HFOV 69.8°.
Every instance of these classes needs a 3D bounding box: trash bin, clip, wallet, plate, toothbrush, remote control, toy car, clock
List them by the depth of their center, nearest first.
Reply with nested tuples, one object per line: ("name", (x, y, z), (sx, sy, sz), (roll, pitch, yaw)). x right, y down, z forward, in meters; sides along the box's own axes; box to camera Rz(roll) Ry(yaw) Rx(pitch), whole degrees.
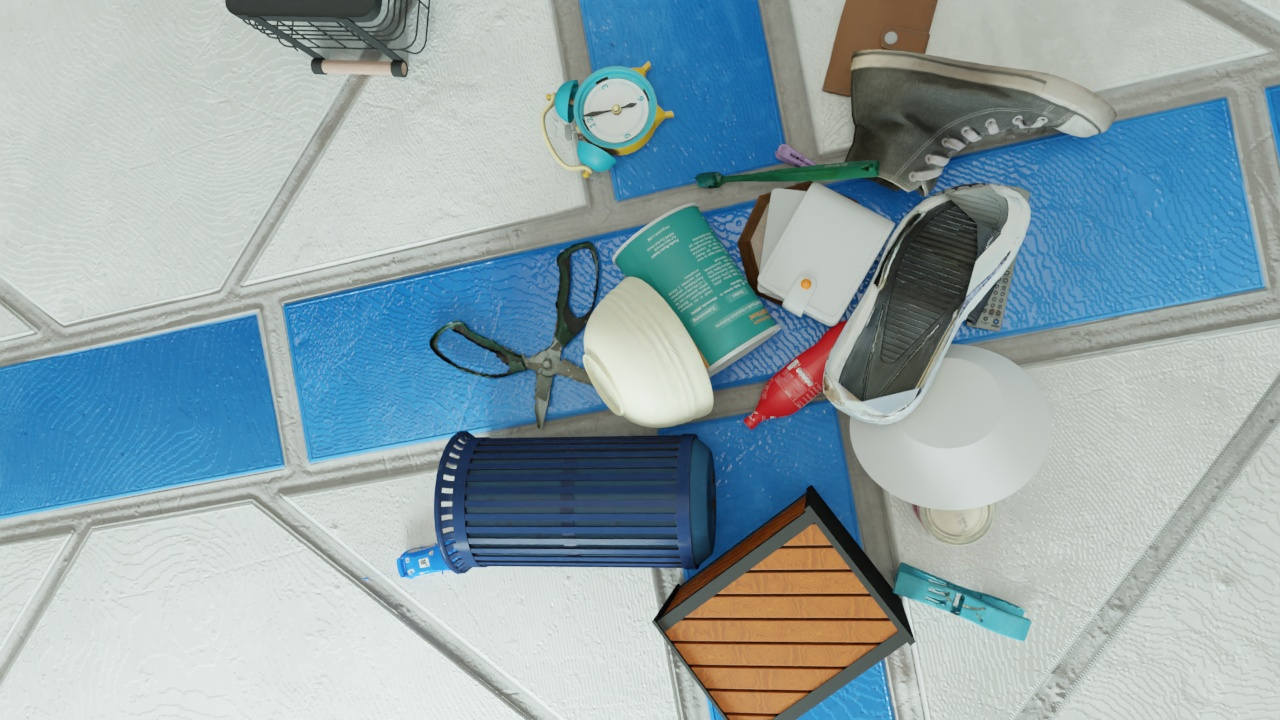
("plate", (0.275, 0.047, 0.823), (0.174, 0.036, 0.173), (-10, 54, 14))
("trash bin", (0.132, 0.230, 0.846), (0.172, 0.139, 0.139), (-39, 83, 9))
("wallet", (0.159, -0.105, 0.866), (0.115, 0.037, 0.118), (30, 92, 10))
("remote control", (0.338, -0.097, 0.868), (0.033, 0.013, 0.136), (11, 92, 11))
("toothbrush", (0.133, -0.176, 0.869), (0.190, 0.017, 0.016), (4, 97, 37))
("clip", (0.306, 0.226, 0.871), (0.130, 0.120, 0.030), (20, 97, 34))
("trash bin", (-0.056, 0.136, 0.888), (0.250, 0.139, 0.139), (-2, 90, 10))
("wallet", (0.234, -0.312, 0.889), (0.087, 0.013, 0.121), (15, 95, 11))
("plate", (0.160, -0.113, 0.898), (0.131, 0.025, 0.131), (0, 90, 12))
("clip", (0.156, -0.196, 0.904), (0.050, 0.029, 0.013), (28, 97, -2))
("clock", (-0.037, -0.247, 0.932), (0.130, 0.043, 0.099), (-25, 85, 3))
("toy car", (-0.235, 0.214, 0.961), (0.092, 0.062, 0.033), (-15, 87, 11))

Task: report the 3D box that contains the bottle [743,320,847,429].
("bottle", (0.158, 0.018, 0.891), (0.142, 0.042, 0.042), (-41, 82, 9))

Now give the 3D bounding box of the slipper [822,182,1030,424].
("slipper", (0.261, -0.052, 0.843), (0.111, 0.063, 0.263), (25, 73, 29))

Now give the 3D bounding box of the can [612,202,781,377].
("can", (0.053, -0.063, 0.883), (0.099, 0.099, 0.144), (-34, 84, 9))

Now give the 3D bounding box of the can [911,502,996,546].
("can", (0.287, 0.132, 0.847), (0.067, 0.076, 0.067), (0, 89, 11))

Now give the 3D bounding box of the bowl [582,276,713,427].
("bowl", (-0.005, 0.005, 0.861), (0.075, 0.151, 0.150), (-32, 83, -15))

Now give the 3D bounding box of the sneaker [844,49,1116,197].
("sneaker", (0.301, -0.206, 0.839), (0.235, 0.095, 0.120), (9, 102, 1))

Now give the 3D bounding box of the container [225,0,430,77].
("container", (-0.307, -0.431, 0.940), (0.163, 0.130, 0.241), (5, 91, 11))

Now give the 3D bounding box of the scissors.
("scissors", (-0.125, -0.031, 0.963), (0.206, 0.015, 0.201), (8, 90, 11))
